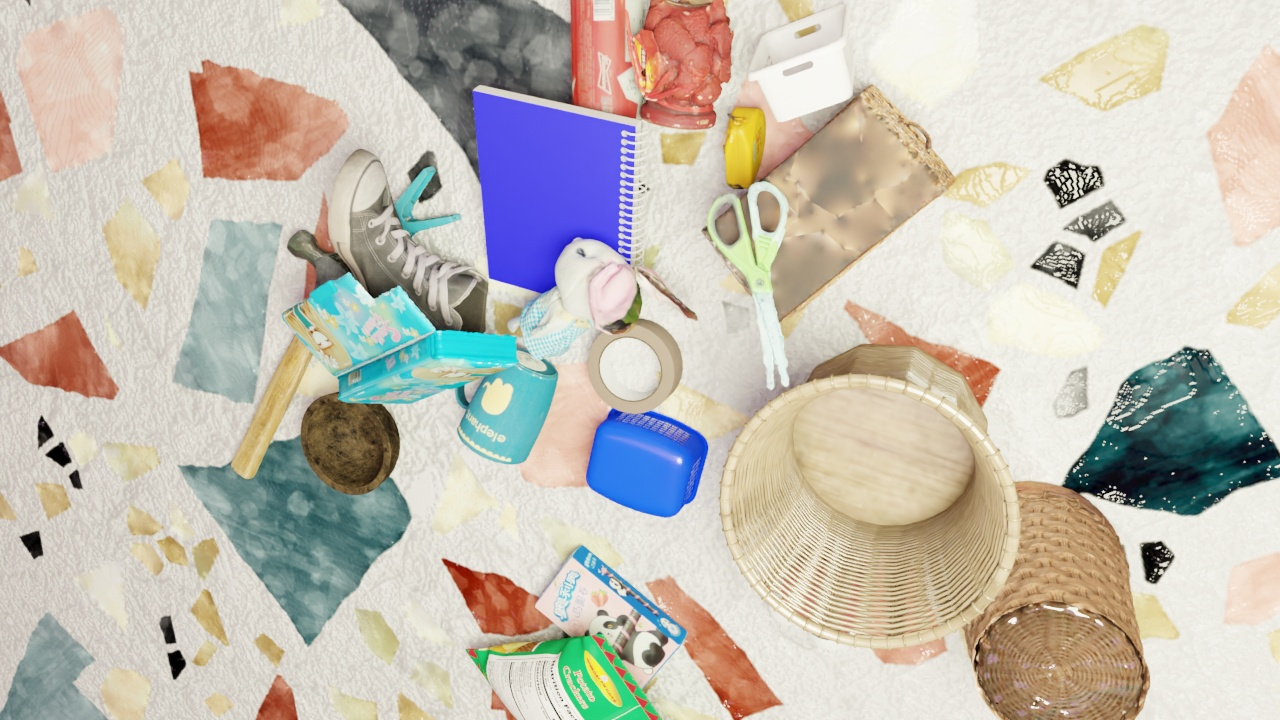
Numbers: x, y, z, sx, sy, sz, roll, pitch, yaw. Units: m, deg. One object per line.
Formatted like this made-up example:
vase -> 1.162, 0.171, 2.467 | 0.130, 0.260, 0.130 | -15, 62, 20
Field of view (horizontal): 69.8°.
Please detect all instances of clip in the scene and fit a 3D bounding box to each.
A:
clip -> -0.248, -0.139, 0.992 | 0.127, 0.028, 0.113 | -17, 96, 23

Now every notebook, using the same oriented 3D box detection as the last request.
notebook -> -0.075, -0.147, 0.885 | 0.172, 0.022, 0.210 | 17, 132, 16

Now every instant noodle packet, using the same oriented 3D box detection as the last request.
instant noodle packet -> -0.071, 0.387, 1.016 | 0.253, 0.090, 0.195 | -22, 105, 44

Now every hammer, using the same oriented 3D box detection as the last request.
hammer -> -0.416, 0.016, 1.093 | 0.132, 0.033, 0.331 | 37, 114, 6

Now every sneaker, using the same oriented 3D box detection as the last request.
sneaker -> -0.230, -0.104, 0.926 | 0.120, 0.095, 0.235 | 9, 132, 14

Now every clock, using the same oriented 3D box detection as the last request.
clock -> 0.181, 0.237, 0.922 | 0.087, 0.044, 0.125 | 29, 112, 11

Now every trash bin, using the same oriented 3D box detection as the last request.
trash bin -> 0.333, 0.208, 0.767 | 0.151, 0.209, 0.151 | 6, 106, 20

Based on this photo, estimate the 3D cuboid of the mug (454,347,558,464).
mug -> -0.147, 0.037, 0.972 | 0.112, 0.084, 0.104 | 34, 108, 20

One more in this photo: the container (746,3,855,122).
container -> 0.140, -0.247, 0.767 | 0.081, 0.129, 0.049 | -14, 119, 23

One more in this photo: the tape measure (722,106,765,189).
tape measure -> 0.093, -0.199, 0.827 | 0.030, 0.058, 0.068 | 8, 139, 16

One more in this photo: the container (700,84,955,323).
container -> 0.161, -0.132, 0.792 | 0.199, 0.112, 0.114 | -41, 88, 23

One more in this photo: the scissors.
scissors -> 0.092, -0.058, 0.730 | 0.072, 0.033, 0.175 | -11, 71, 18

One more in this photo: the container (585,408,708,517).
container -> 0.003, 0.107, 0.945 | 0.114, 0.058, 0.096 | 19, 110, 15

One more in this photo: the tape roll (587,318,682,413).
tape roll -> -0.006, 0.005, 0.935 | 0.094, 0.030, 0.094 | 5, 106, 19

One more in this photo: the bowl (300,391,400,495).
bowl -> -0.326, 0.089, 1.063 | 0.121, 0.056, 0.121 | 5, 106, 19

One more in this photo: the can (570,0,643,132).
can -> -0.031, -0.280, 0.847 | 0.067, 0.067, 0.170 | 6, 106, 19

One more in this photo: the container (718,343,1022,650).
container -> 0.201, 0.097, 0.792 | 0.227, 0.195, 0.227 | 5, 106, 19

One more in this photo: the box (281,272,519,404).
box -> -0.252, -0.009, 0.920 | 0.180, 0.073, 0.228 | 31, 150, -32

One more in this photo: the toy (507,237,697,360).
toy -> -0.055, -0.062, 0.882 | 0.206, 0.130, 0.105 | -12, 87, 47

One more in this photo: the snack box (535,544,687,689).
snack box -> -0.034, 0.288, 1.022 | 0.154, 0.033, 0.088 | 38, 114, 7

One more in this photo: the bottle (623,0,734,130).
bottle -> 0.034, -0.265, 0.809 | 0.099, 0.098, 0.111 | 16, 118, 16
